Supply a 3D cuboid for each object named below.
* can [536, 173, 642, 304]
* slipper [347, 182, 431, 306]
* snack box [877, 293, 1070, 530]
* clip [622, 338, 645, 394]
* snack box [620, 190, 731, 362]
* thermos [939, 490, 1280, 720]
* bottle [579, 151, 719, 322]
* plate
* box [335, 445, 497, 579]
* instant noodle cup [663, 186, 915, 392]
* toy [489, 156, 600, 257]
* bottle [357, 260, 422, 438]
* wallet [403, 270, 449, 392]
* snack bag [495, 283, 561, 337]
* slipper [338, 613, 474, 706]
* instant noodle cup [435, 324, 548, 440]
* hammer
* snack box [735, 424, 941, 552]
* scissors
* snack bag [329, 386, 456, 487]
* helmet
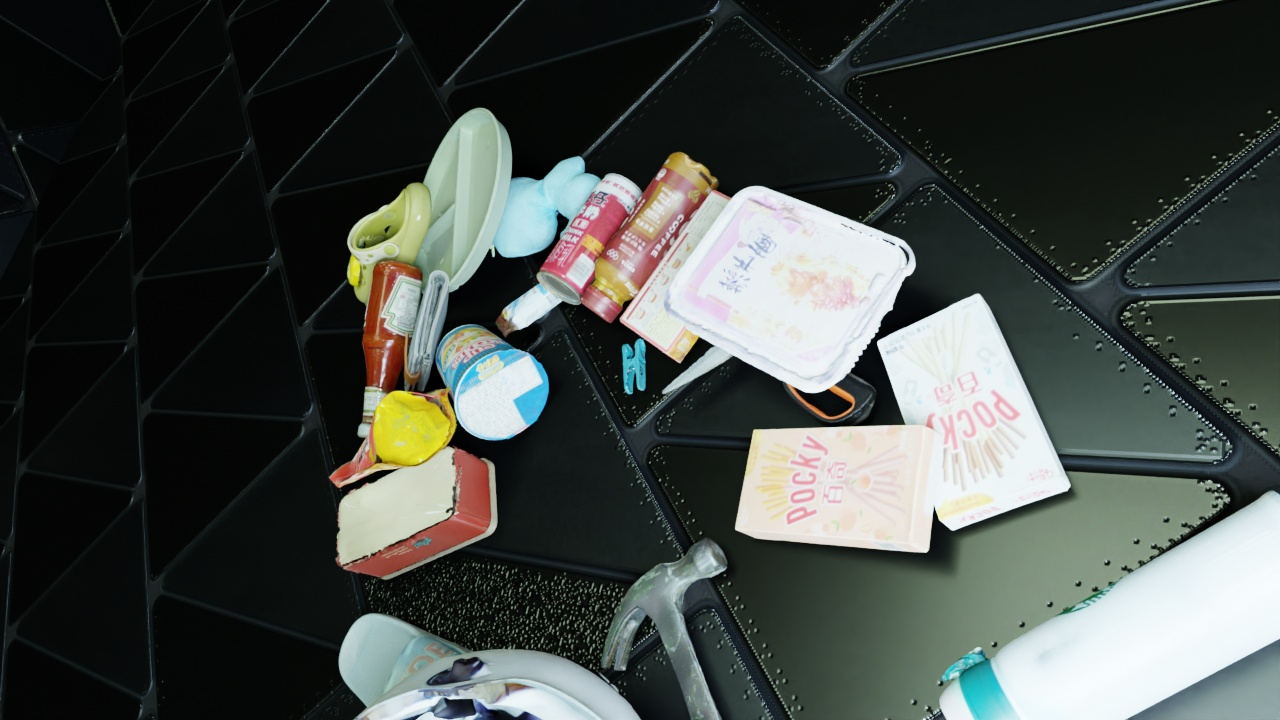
[{"bbox_3d":[-0.049,-0.125,0.939,0.053,0.053,0.132,17,69,42],"label":"can"},{"bbox_3d":[-0.317,-0.145,1.123,0.191,0.081,0.091,-51,38,36],"label":"slipper"},{"bbox_3d":[0.234,0.035,0.661,0.085,0.027,0.156,-28,52,24],"label":"snack box"},{"bbox_3d":[-0.006,0.006,0.874,0.046,0.014,0.056,-20,55,27],"label":"clip"},{"bbox_3d":[0.053,-0.081,0.864,0.156,0.027,0.077,-54,47,2],"label":"snack box"},{"bbox_3d":[0.280,0.162,0.529,0.225,0.073,0.073,-38,49,17],"label":"thermos"},{"bbox_3d":[0.005,-0.118,0.901,0.057,0.057,0.175,36,91,44],"label":"bottle"},{"bbox_3d":[-0.215,-0.185,1.090,0.231,0.027,0.229,-23,60,48],"label":"plate"},{"bbox_3d":[-0.234,0.152,0.931,0.169,0.077,0.091,-26,54,24],"label":"box"},{"bbox_3d":[0.120,-0.051,0.735,0.173,0.060,0.138,30,82,38],"label":"instant noodle cup"},{"bbox_3d":[-0.116,-0.167,1.027,0.156,0.049,0.161,-47,49,13],"label":"toy"},{"bbox_3d":[-0.296,-0.011,1.067,0.060,0.059,0.206,1,80,38],"label":"bottle"},{"bbox_3d":[-0.239,-0.025,1.009,0.130,0.037,0.106,127,156,-64],"label":"wallet"},{"bbox_3d":[-0.108,-0.064,0.971,0.104,0.026,0.048,-35,36,-6],"label":"snack bag"},{"bbox_3d":[-0.211,0.297,0.838,0.246,0.074,0.104,15,76,43],"label":"slipper"},{"bbox_3d":[-0.161,0.015,0.942,0.099,0.099,0.110,-54,39,2],"label":"instant noodle cup"},{"bbox_3d":[0.059,0.293,0.657,0.126,0.032,0.323,-37,50,17],"label":"hammer"},{"bbox_3d":[0.143,0.093,0.681,0.158,0.026,0.084,-6,65,47],"label":"snack box"},{"bbox_3d":[0.119,-0.025,0.773,0.230,0.021,0.220,-36,53,8],"label":"scissors"},{"bbox_3d":[-0.255,0.076,0.941,0.128,0.073,0.208,-50,13,-24],"label":"snack bag"},{"bbox_3d":[-0.092,0.310,0.672,0.259,0.145,0.229,-24,94,14],"label":"helmet"}]
